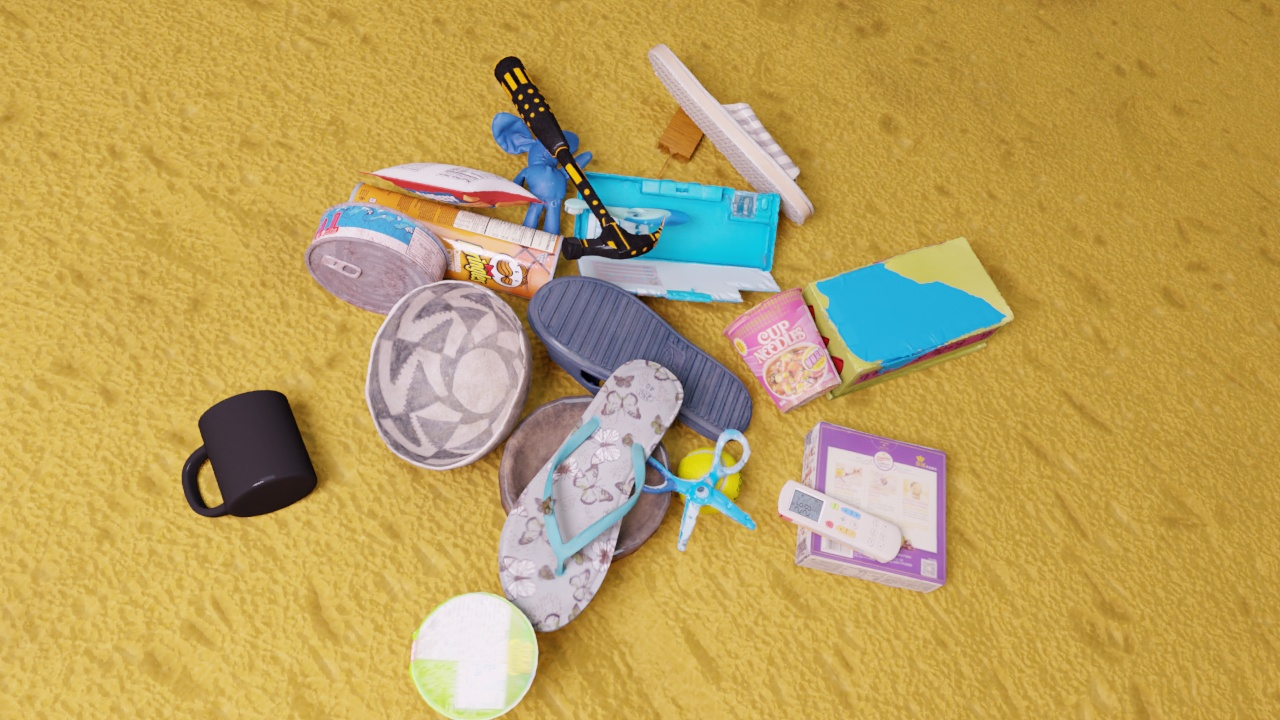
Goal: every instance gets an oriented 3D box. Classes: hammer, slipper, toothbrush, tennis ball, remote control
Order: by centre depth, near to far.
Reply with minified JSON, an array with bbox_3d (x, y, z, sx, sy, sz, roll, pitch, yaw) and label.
[{"bbox_3d":[-0.045,0.102,0.803,0.098,0.055,0.268,23,63,8],"label":"slipper"},{"bbox_3d":[0.192,0.156,0.889,0.125,0.018,0.038,23,61,2],"label":"remote control"},{"bbox_3d":[0.067,0.118,0.900,0.065,0.066,0.065,5,62,-10],"label":"tennis ball"},{"bbox_3d":[-0.006,0.006,0.941,0.263,0.083,0.101,31,60,-19],"label":"slipper"},{"bbox_3d":[-0.014,-0.155,0.966,0.135,0.017,0.022,5,63,-13],"label":"toothbrush"},{"bbox_3d":[-0.081,-0.221,0.973,0.123,0.036,0.320,-12,54,-28],"label":"hammer"},{"bbox_3d":[0.110,-0.271,1.075,0.054,0.114,0.272,-44,87,7],"label":"slipper"}]

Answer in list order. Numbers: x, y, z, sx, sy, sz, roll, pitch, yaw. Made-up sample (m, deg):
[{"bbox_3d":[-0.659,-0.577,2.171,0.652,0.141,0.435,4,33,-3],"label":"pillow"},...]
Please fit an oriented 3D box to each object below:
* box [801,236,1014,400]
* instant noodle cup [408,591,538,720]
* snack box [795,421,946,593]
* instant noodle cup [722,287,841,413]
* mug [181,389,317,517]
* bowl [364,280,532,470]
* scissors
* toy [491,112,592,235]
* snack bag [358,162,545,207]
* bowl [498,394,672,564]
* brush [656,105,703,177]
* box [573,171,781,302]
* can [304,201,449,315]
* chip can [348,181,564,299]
[{"bbox_3d":[0.288,-0.049,1.031,0.220,0.083,0.124,-19,70,-19],"label":"box"},{"bbox_3d":[-0.139,0.252,0.759,0.099,0.108,0.098,5,63,-10],"label":"instant noodle cup"},{"bbox_3d":[0.237,0.149,0.937,0.143,0.041,0.147,14,61,-6],"label":"snack box"},{"bbox_3d":[0.155,-0.006,0.973,0.097,0.098,0.108,-23,78,-23],"label":"instant noodle cup"},{"bbox_3d":[-0.356,0.092,0.818,0.113,0.078,0.088,-29,71,4],"label":"mug"},{"bbox_3d":[-0.168,0.017,0.874,0.179,0.081,0.178,-5,77,24],"label":"bowl"},{"bbox_3d":[0.049,0.112,0.849,0.139,0.011,0.133,23,62,-1],"label":"scissors"},{"bbox_3d":[-0.116,-0.210,1.028,0.112,0.071,0.176,10,61,-21],"label":"toy"},{"bbox_3d":[-0.189,-0.180,0.943,0.131,0.143,0.039,15,101,26],"label":"snack bag"},{"bbox_3d":[-0.055,0.119,0.869,0.162,0.070,0.162,5,62,-10],"label":"bowl"},{"bbox_3d":[0.046,-0.265,1.119,0.048,0.017,0.126,27,61,2],"label":"brush"},{"bbox_3d":[0.041,-0.122,1.012,0.227,0.086,0.169,4,64,-11],"label":"box"},{"bbox_3d":[-0.257,-0.097,0.899,0.130,0.130,0.044,15,61,-5],"label":"can"},{"bbox_3d":[-0.193,-0.121,0.958,0.215,0.075,0.075,14,61,-5],"label":"chip can"}]
